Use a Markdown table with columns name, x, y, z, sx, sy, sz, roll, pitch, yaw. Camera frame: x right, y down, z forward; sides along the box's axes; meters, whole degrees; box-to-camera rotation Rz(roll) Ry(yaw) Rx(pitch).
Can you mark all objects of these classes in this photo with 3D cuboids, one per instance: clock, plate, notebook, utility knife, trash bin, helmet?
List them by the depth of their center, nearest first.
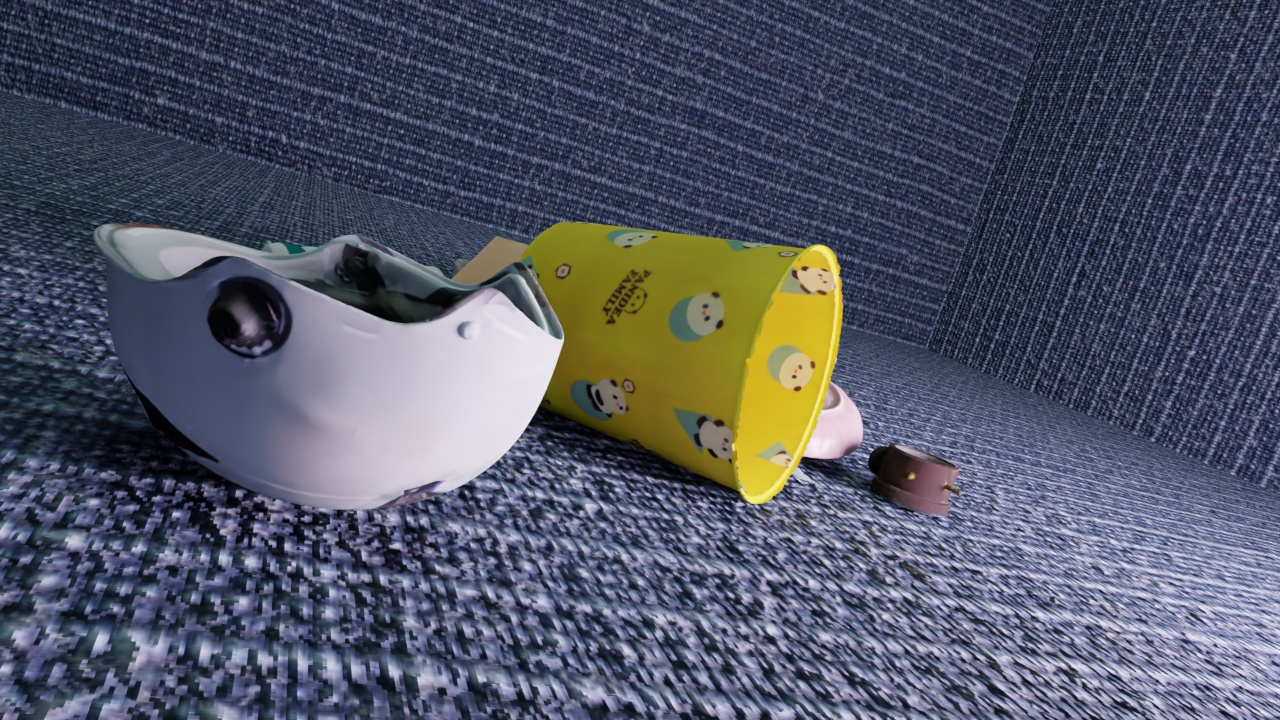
| name | x | y | z | sx | sy | sz | roll | pitch | yaw |
| --- | --- | --- | --- | --- | --- | --- | --- | --- | --- |
| helmet | -0.179 | 0.006 | 0.540 | 0.258 | 0.146 | 0.229 | 7 | 10 | -9 |
| trash bin | 0.025 | -0.016 | 0.845 | 0.255 | 0.230 | 0.229 | 16 | 8 | 27 |
| clock | 0.287 | 0.122 | 0.973 | 0.082 | 0.055 | 0.122 | 16 | 8 | -5 |
| utility knife | 0.126 | 0.090 | 0.987 | 0.034 | 0.018 | 0.202 | 13 | 12 | -27 |
| plate | 0.165 | 0.040 | 1.034 | 0.192 | 0.039 | 0.192 | 15 | 26 | -8 |
| notebook | -0.156 | -0.072 | 1.050 | 0.149 | 0.012 | 0.210 | 16 | 43 | 18 |

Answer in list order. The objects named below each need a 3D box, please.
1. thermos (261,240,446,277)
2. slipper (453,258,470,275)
| name | x | y | z | sx | sy | sz | roll | pitch | yaw |
| --- | --- | --- | --- | --- | --- | --- | --- | --- | --- |
| thermos | -0.331 | -0.089 | 1.058 | 0.073 | 0.073 | 0.223 | 25 | 13 | 39 |
| slipper | -0.103 | -0.073 | 1.140 | 0.274 | 0.054 | 0.114 | 25 | 14 | 1 |
